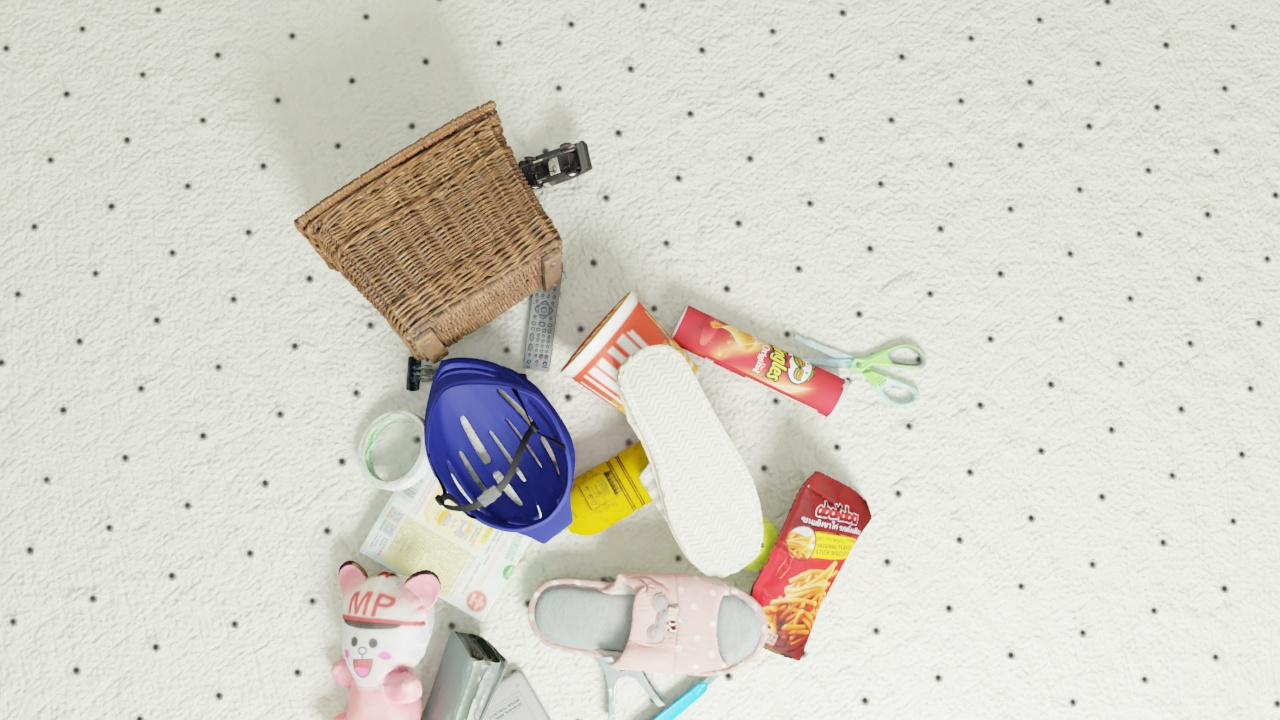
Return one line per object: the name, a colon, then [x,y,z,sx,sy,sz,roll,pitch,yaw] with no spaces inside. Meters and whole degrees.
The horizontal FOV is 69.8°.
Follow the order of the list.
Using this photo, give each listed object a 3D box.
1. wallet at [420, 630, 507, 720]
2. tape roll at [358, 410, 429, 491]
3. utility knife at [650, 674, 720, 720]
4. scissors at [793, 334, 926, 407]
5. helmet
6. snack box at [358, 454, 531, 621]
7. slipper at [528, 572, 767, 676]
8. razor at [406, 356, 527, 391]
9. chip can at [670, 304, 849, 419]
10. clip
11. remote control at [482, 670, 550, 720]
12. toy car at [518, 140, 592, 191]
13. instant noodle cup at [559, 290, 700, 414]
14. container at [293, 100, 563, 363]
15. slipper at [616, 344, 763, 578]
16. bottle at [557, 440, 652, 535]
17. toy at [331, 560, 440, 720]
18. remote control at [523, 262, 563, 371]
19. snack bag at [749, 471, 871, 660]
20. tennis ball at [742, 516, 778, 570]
wallet: [-0.204,0.380,1.031,0.054,0.100,0.131,25,85,-23]
tape roll: [-0.285,0.105,1.071,0.094,0.018,0.093,-6,72,18]
utility knife: [0.032,0.417,1.077,0.185,0.031,0.015,-36,48,-5]
scissors: [0.266,-0.004,1.123,0.175,0.032,0.093,21,88,-4]
helmet: [-0.165,0.092,0.989,0.148,0.227,0.241,-38,83,3]
snack box: [-0.223,0.207,1.079,0.168,0.027,0.132,30,85,0]
slipper: [0.003,0.292,1.023,0.275,0.054,0.114,0,86,13]
razor: [-0.208,0.018,1.097,0.144,0.022,0.043,3,87,-2]
chip can: [0.140,0.001,1.097,0.215,0.052,0.051,25,85,0]
clip: [-0.011,0.332,1.077,0.115,0.028,0.163,-16,87,-2]
remote control: [-0.134,0.444,1.068,0.074,0.019,0.151,-31,87,-4]
toy car: [-0.101,-0.234,1.107,0.092,0.037,0.040,-14,87,22]
instant noodle cup: [-0.006,0.006,1.062,0.121,0.123,0.123,41,85,-6]
container: [-0.212,-0.128,1.024,0.249,0.162,0.183,-35,84,-10]
slipper: [0.053,0.110,1.013,0.114,0.054,0.273,-23,100,-4]
bottle: [-0.032,0.150,1.069,0.163,0.071,0.071,-30,87,-4]
toy: [-0.289,0.336,1.032,0.142,0.084,0.213,0,88,33]
remote control: [-0.117,-0.056,1.110,0.033,0.013,0.136,7,85,-2]
snack bag: [0.188,0.235,1.064,0.138,0.067,0.208,28,86,-37]
tennis ball: [0.129,0.212,1.073,0.065,0.065,0.065,0,85,-2]
